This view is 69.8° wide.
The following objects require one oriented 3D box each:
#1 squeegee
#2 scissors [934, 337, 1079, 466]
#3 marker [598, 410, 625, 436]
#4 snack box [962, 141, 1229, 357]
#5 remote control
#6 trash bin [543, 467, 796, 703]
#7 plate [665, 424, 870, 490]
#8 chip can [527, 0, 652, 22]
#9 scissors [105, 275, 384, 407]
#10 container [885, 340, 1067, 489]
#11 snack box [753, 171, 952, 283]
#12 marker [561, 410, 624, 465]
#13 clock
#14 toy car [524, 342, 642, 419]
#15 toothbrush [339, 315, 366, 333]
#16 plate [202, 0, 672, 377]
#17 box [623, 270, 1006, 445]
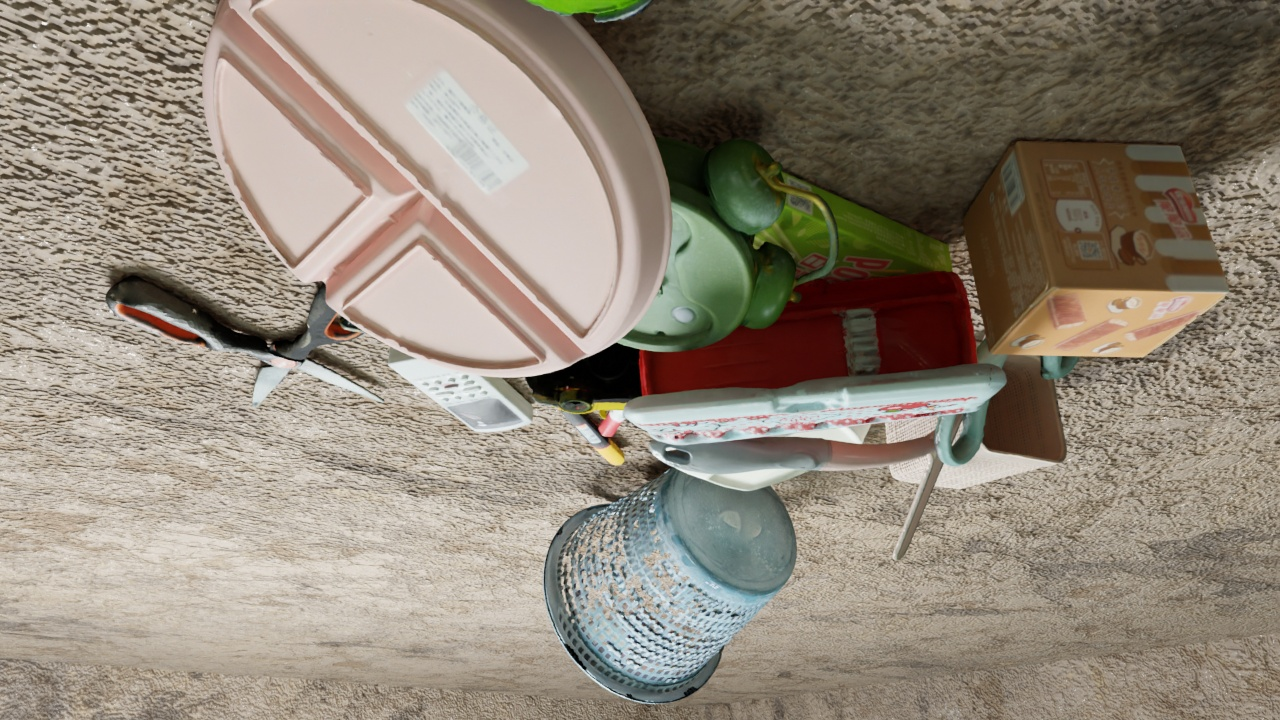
[{"bbox_3d":[0.126,0.059,0.613,0.249,0.040,0.248,-1,122,-21],"label":"squeegee"},{"bbox_3d":[0.262,-0.009,0.624,0.180,0.019,0.170,-11,123,-35],"label":"scissors"},{"bbox_3d":[-0.009,0.031,0.762,0.017,0.017,0.146,7,153,-16],"label":"marker"},{"bbox_3d":[0.243,-0.059,0.503,0.094,0.092,0.077,1,154,-4],"label":"snack box"},{"bbox_3d":[-0.140,0.023,0.736,0.058,0.021,0.150,-9,152,16],"label":"remote control"},{"bbox_3d":[0.044,0.203,0.929,0.226,0.226,0.196,14,137,-29],"label":"trash bin"},{"bbox_3d":[0.113,0.065,0.731,0.162,0.034,0.265,-25,162,11],"label":"plate"},{"bbox_3d":[-0.003,-0.198,0.234,0.072,0.072,0.237,4,154,-10],"label":"chip can"},{"bbox_3d":[-0.266,-0.010,0.663,0.220,0.021,0.234,20,146,-36],"label":"scissors"},{"bbox_3d":[0.260,0.050,0.737,0.089,0.090,0.111,10,155,-22],"label":"container"},{"bbox_3d":[0.108,-0.064,0.564,0.156,0.026,0.086,16,150,-32],"label":"snack box"},{"bbox_3d":[-0.042,0.068,0.842,0.018,0.015,0.124,-12,150,17],"label":"marker"},{"bbox_3d":[0.023,-0.062,0.488,0.161,0.056,0.116,2,140,19],"label":"clock"},{"bbox_3d":[-0.004,0.004,0.647,0.156,0.071,0.041,-2,155,3],"label":"toy car"},{"bbox_3d":[-0.121,-0.013,0.654,0.185,0.012,0.017,12,138,-36],"label":"toothbrush"},{"bbox_3d":[-0.098,-0.076,0.413,0.230,0.028,0.230,14,136,14],"label":"plate"},{"bbox_3d":[0.093,-0.005,0.526,0.201,0.102,0.100,-6,163,10],"label":"box"}]
